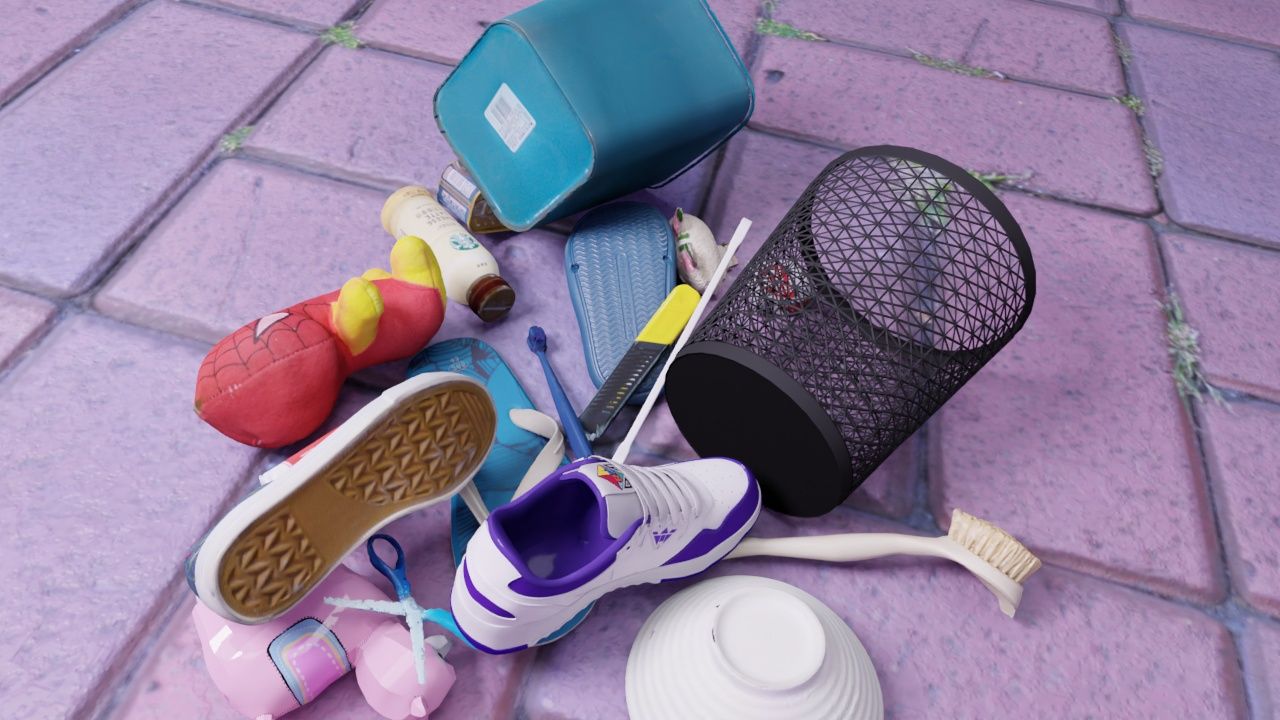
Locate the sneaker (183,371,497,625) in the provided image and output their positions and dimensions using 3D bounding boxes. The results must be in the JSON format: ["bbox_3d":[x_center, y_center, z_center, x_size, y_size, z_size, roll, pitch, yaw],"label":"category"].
[{"bbox_3d":[-0.195,0.078,0.606,0.079,0.087,0.234,0,27,40],"label":"sneaker"}]

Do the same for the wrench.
[{"bbox_3d":[0.030,-0.007,0.756,0.009,0.047,0.272,28,72,3],"label":"wrench"}]

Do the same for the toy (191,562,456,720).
[{"bbox_3d":[-0.204,0.190,0.597,0.157,0.067,0.123,40,56,20],"label":"toy"}]

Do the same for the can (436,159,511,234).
[{"bbox_3d":[-0.147,-0.165,0.911,0.059,0.054,0.099,40,34,26],"label":"can"}]

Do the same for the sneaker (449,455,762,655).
[{"bbox_3d":[-0.012,0.102,0.618,0.243,0.111,0.092,-21,56,-30],"label":"sneaker"}]

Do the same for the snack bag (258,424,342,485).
[{"bbox_3d":[-0.217,0.084,0.679,0.036,0.077,0.115,37,54,25],"label":"snack bag"}]

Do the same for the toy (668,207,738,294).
[{"bbox_3d":[0.056,-0.104,0.892,0.050,0.112,0.087,-27,72,15],"label":"toy"}]

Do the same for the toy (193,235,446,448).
[{"bbox_3d":[-0.252,-0.011,0.733,0.099,0.148,0.215,50,53,-3],"label":"toy"}]

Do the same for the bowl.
[{"bbox_3d":[0.079,0.200,0.608,0.177,0.071,0.177,2,43,-2],"label":"bowl"}]

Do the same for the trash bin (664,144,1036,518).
[{"bbox_3d":[0.158,-0.016,0.741,0.217,0.217,0.242,35,60,21],"label":"trash bin"}]

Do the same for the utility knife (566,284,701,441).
[{"bbox_3d":[-0.005,0.005,0.775,0.029,0.020,0.173,36,70,6],"label":"utility knife"}]

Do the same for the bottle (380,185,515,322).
[{"bbox_3d":[-0.179,-0.099,0.859,0.056,0.057,0.162,-30,59,-29],"label":"bottle"}]

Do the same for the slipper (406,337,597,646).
[{"bbox_3d":[-0.108,0.077,0.714,0.118,0.060,0.294,-14,52,-23],"label":"slipper"}]

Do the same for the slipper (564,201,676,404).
[{"bbox_3d":[-0.017,-0.055,0.842,0.104,0.059,0.213,-1,64,-6],"label":"slipper"}]

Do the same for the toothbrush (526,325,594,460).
[{"bbox_3d":[-0.066,0.028,0.762,0.016,0.017,0.190,-5,37,-20],"label":"toothbrush"}]

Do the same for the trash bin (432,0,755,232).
[{"bbox_3d":[-0.050,-0.242,0.859,0.218,0.200,0.196,-37,95,-43],"label":"trash bin"}]

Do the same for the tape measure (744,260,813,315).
[{"bbox_3d":[0.135,-0.071,0.899,0.062,0.020,0.060,-2,49,-10],"label":"tape measure"}]

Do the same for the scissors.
[{"bbox_3d":[-0.148,0.160,0.603,0.127,0.014,0.133,15,28,-38],"label":"scissors"}]

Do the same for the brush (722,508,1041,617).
[{"bbox_3d":[0.162,0.145,0.693,0.272,0.062,0.077,4,76,2],"label":"brush"}]
